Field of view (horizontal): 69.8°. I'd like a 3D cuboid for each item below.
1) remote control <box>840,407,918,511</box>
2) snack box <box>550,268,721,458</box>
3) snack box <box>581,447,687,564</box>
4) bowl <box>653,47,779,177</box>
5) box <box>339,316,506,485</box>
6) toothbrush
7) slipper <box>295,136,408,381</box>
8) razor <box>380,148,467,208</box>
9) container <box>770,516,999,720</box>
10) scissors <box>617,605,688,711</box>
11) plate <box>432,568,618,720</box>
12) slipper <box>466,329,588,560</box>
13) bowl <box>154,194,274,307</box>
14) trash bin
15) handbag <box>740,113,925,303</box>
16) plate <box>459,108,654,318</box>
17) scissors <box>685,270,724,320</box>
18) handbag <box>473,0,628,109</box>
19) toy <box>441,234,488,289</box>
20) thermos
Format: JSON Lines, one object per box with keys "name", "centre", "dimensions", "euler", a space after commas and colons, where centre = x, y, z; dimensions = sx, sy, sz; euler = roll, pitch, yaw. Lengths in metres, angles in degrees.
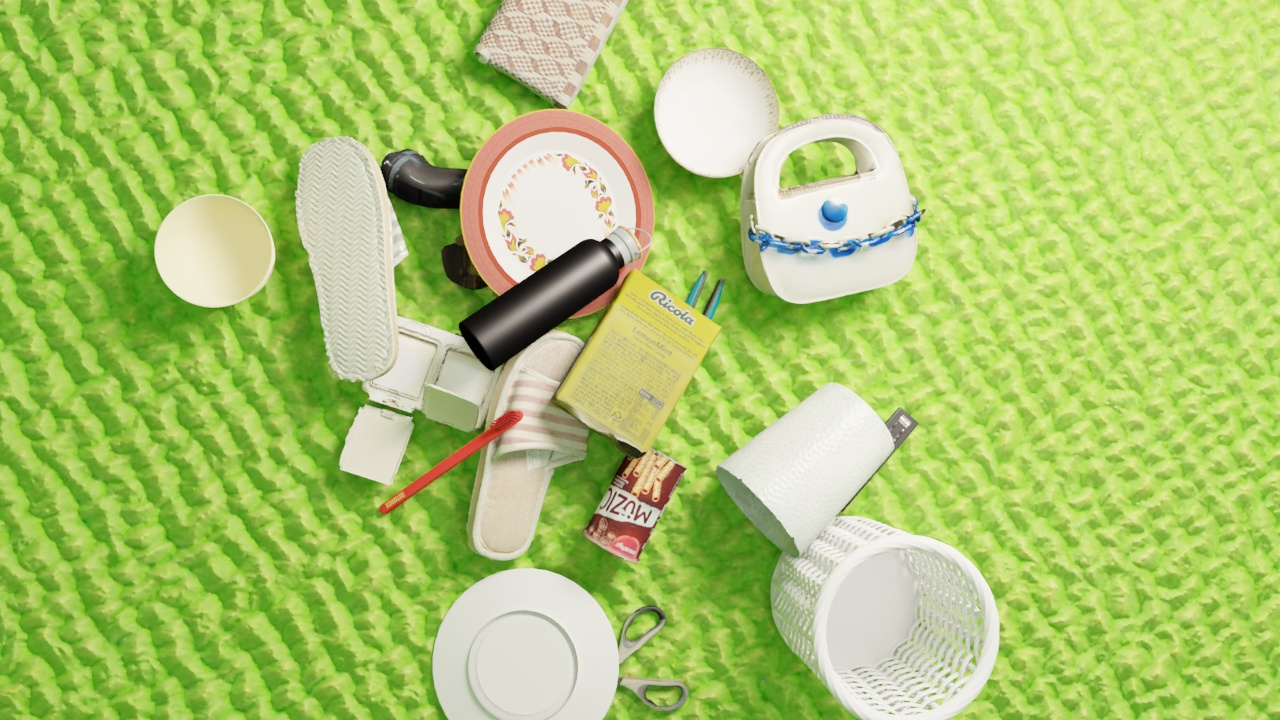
{"name": "remote control", "centre": [0.272, 0.116, 1.080], "dimensions": [0.030, 0.009, 0.140], "euler": [42, 85, -3]}
{"name": "snack box", "centre": [-0.006, 0.006, 1.002], "dimensions": [0.121, 0.045, 0.180], "euler": [33, 70, -6]}
{"name": "snack box", "centre": [-0.006, 0.156, 1.021], "dimensions": [0.072, 0.072, 0.121], "euler": [29, 85, -4]}
{"name": "bowl", "centre": [0.081, -0.275, 1.049], "dimensions": [0.145, 0.063, 0.145], "euler": [0, 87, -7]}
{"name": "box", "centre": [-0.238, 0.052, 0.987], "dimensions": [0.143, 0.099, 0.184], "euler": [18, 86, -5]}
{"name": "toothbrush", "centre": [-0.209, 0.110, 0.985], "dimensions": [0.213, 0.018, 0.012], "euler": [-35, 65, 19]}
{"name": "slipper", "centre": [-0.310, -0.109, 0.995], "dimensions": [0.115, 0.054, 0.272], "euler": [-15, 80, 17]}
{"name": "razor", "centre": [-0.218, -0.201, 1.027], "dimensions": [0.140, 0.053, 0.063], "euler": [7, 61, -10]}
{"name": "container", "centre": [0.251, 0.270, 0.983], "dimensions": [0.189, 0.187, 0.189], "euler": [0, 88, -6]}
{"name": "scissors", "centre": [-0.019, 0.351, 1.041], "dimensions": [0.171, 0.012, 0.157], "euler": [25, 84, -5]}
{"name": "plate", "centre": [-0.128, 0.336, 1.013], "dimensions": [0.208, 0.015, 0.208], "euler": [0, 84, 3]}
{"name": "slipper", "centre": [-0.116, 0.096, 1.006], "dimensions": [0.115, 0.052, 0.263], "euler": [18, 89, -36]}
{"name": "bowl", "centre": [-0.445, -0.112, 0.985], "dimensions": [0.118, 0.074, 0.118], "euler": [0, 88, -6]}
{"name": "trash bin", "centre": [0.186, 0.115, 1.017], "dimensions": [0.161, 0.133, 0.133], "euler": [-40, 92, -11]}
{"name": "handbag", "centre": [0.208, -0.169, 1.018], "dimensions": [0.200, 0.093, 0.200], "euler": [-15, 107, -7]}
{"name": "plate", "centre": [-0.090, -0.161, 1.023], "dimensions": [0.229, 0.021, 0.230], "euler": [-3, 97, -26]}
{"name": "scissors", "centre": [0.063, -0.031, 1.061], "dimensions": [0.139, 0.019, 0.136], "euler": [-16, 89, -7]}
{"name": "handbag", "centre": [-0.095, -0.392, 1.046], "dimensions": [0.124, 0.047, 0.185], "euler": [29, 85, -12]}
{"name": "toy", "centre": [-0.181, -0.130, 1.016], "dimensions": [0.076, 0.062, 0.100], "euler": [4, 106, -23]}
{"name": "thermos", "centre": [-0.083, -0.079, 0.988], "dimensions": [0.231, 0.061, 0.061], "euler": [-36, 92, -18]}
